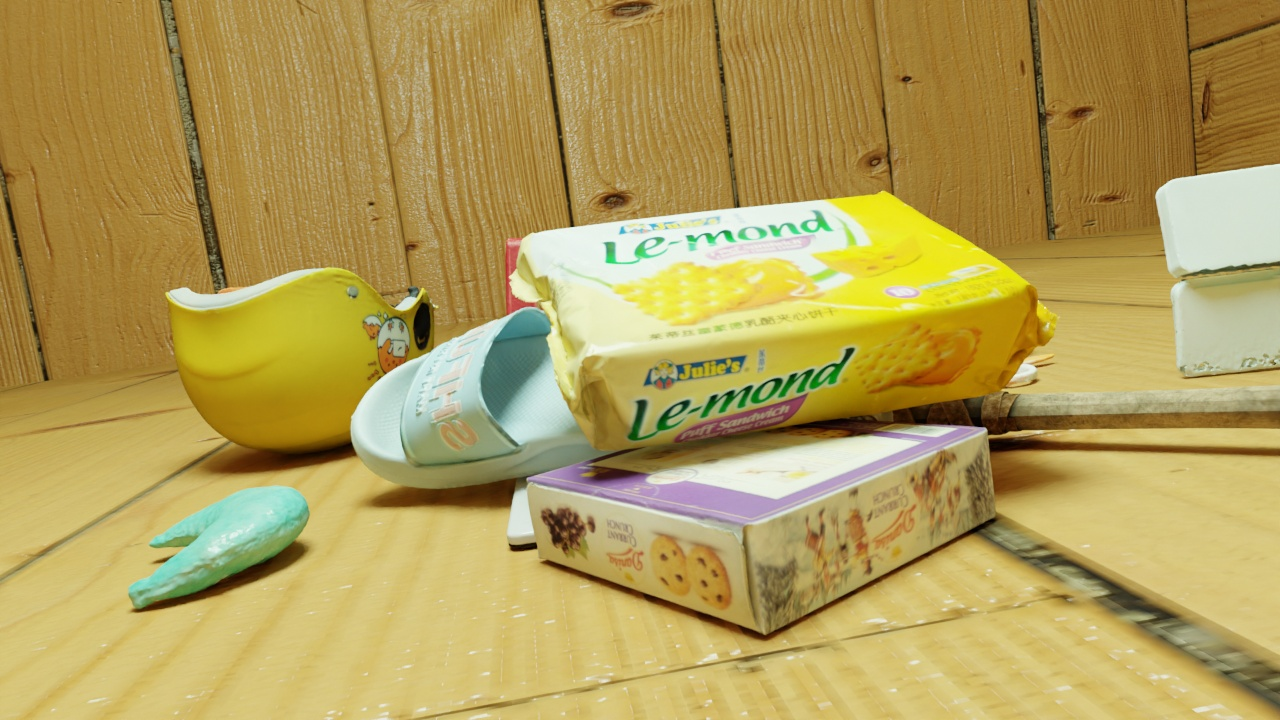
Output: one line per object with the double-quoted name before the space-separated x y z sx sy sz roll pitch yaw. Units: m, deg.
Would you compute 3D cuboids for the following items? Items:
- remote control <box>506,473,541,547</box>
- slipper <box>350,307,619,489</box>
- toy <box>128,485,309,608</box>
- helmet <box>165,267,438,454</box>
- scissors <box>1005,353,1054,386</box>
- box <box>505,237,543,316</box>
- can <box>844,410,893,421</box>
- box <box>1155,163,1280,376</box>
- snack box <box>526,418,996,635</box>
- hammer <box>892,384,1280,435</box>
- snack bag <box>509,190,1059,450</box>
"remote control" -0.048 0.076 0.506 0.045 0.008 0.146 -8 7 -4
"slipper" -0.062 0.013 0.540 0.246 0.074 0.103 -6 44 20
"toy" -0.214 0.092 0.475 0.085 0.033 0.105 -22 12 -19
"helmet" -0.278 0.011 0.796 0.209 0.139 0.239 -5 -6 20
"scissors" 0.273 0.006 0.715 0.125 0.011 0.128 -11 9 -13
"box" -0.089 -0.047 0.941 0.092 0.157 0.129 -1 4 4
"can" 0.075 0.033 0.529 0.054 0.054 0.136 -12 8 -35
"box" 0.447 -0.066 0.590 0.197 0.134 0.040 -6 -3 12
"snack box" 0.050 0.059 0.399 0.147 0.040 0.144 -13 8 -37
"hammer" 0.229 0.026 0.480 0.320 0.049 0.121 -4 5 40
"snack bag" 0.064 -0.024 0.462 0.247 0.068 0.159 -8 27 -10
